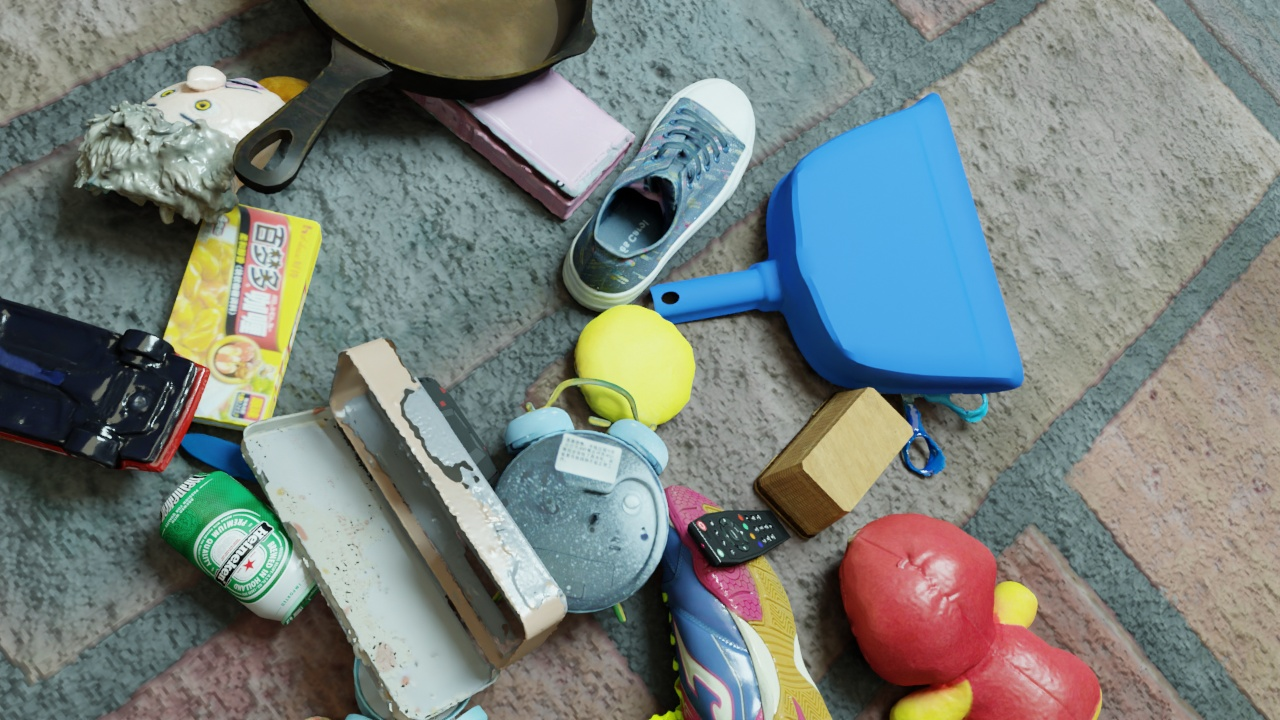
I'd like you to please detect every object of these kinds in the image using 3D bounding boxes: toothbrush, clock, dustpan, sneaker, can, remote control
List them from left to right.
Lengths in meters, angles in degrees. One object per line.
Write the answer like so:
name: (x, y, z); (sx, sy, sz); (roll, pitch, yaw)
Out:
can: (-0.243, 0.114, 0.564); (0.101, 0.053, 0.053); (39, 66, -1)
toothbrush: (-0.237, 0.077, 0.598); (0.132, 0.016, 0.021); (25, 65, -8)
clock: (-0.136, 0.209, 0.554); (0.087, 0.042, 0.123); (4, 51, -22)
clock: (-0.040, 0.090, 0.616); (0.118, 0.060, 0.162); (14, 78, -7)
sneaker: (0.027, -0.140, 0.711); (0.087, 0.079, 0.235); (35, 67, -3)
sneaker: (0.047, 0.198, 0.605); (0.116, 0.091, 0.241); (18, 40, -44)
remote control: (0.071, 0.121, 0.634); (0.039, 0.010, 0.124); (53, 22, 23)
dustpan: (0.136, -0.071, 0.713); (0.257, 0.060, 0.245); (-10, 79, -11)

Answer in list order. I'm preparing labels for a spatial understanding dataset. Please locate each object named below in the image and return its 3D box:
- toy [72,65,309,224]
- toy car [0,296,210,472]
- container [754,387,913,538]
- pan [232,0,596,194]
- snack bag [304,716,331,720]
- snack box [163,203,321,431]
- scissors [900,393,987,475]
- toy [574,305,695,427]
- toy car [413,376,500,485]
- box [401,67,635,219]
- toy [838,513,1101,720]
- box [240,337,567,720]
toy: (-0.290, -0.156, 0.618); (0.133, 0.076, 0.175); (23, 46, 21)
toy car: (-0.364, 0.010, 0.555); (0.189, 0.056, 0.081); (15, 70, 1)
container: (0.149, 0.072, 0.687); (0.063, 0.061, 0.113); (46, 66, 2)
pan: (-0.174, -0.236, 0.653); (0.248, 0.043, 0.355); (29, 58, -6)
snack bag: (-0.149, 0.278, 0.552); (0.155, 0.044, 0.087); (29, 55, -12)
snack box: (-0.271, -0.031, 0.618); (0.075, 0.025, 0.152); (12, 70, -12)
scissors: (0.210, 0.035, 0.732); (0.133, 0.015, 0.103); (28, 84, -6)
toy: (-0.004, 0.004, 0.677); (0.094, 0.041, 0.095); (-12, 77, -22)
toy car: (-0.135, 0.051, 0.625); (0.042, 0.036, 0.091); (-33, 84, -23)
box: (-0.118, -0.217, 0.712); (0.233, 0.046, 0.097); (40, 67, 0)
toy: (0.231, 0.200, 0.655); (0.216, 0.099, 0.147); (46, 59, -4)
box: (-0.138, 0.092, 0.556); (0.216, 0.108, 0.094); (52, 25, 18)
